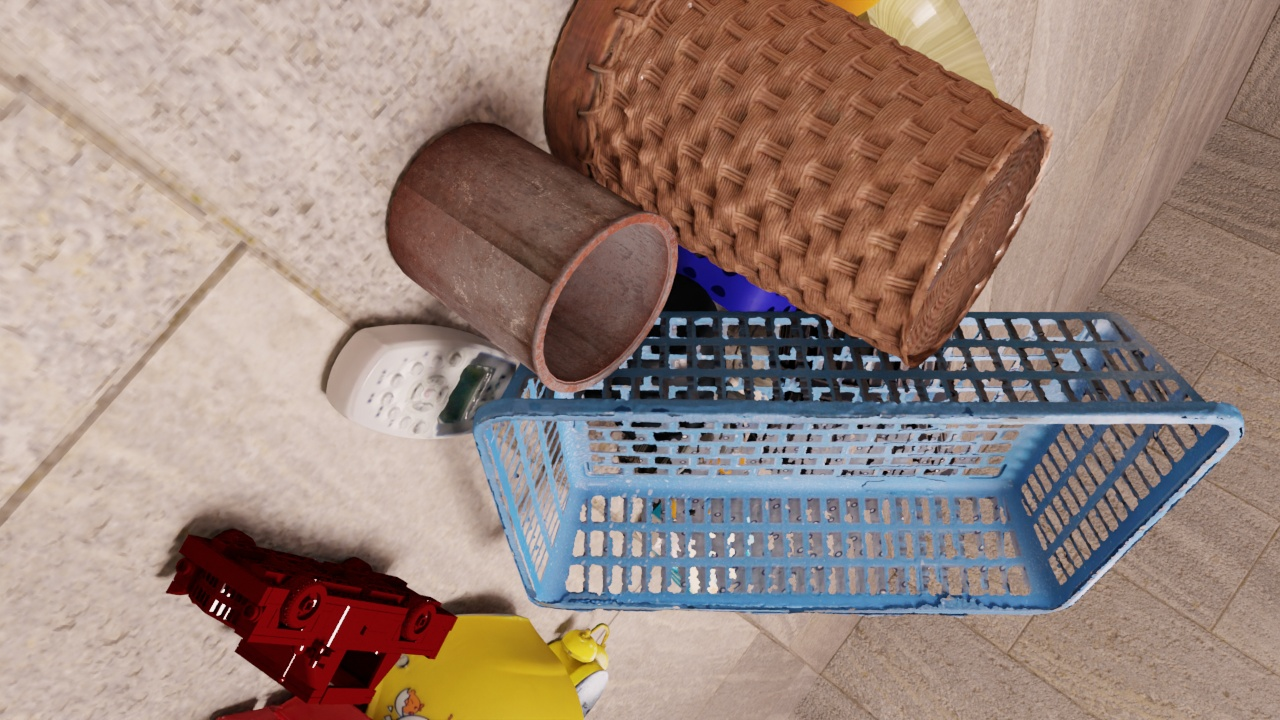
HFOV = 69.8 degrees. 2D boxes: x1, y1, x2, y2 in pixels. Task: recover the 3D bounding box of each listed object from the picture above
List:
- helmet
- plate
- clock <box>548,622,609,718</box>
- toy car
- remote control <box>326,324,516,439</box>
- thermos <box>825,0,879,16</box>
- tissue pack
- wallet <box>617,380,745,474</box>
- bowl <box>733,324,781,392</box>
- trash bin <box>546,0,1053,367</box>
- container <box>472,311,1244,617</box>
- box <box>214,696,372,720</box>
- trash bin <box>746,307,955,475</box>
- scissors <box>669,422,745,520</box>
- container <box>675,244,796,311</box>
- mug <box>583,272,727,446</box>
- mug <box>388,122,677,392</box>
[{"bbox_3d":[-0.133,0.309,0.665,0.240,0.140,0.209,-54,154,-2],"label":"helmet"},{"bbox_3d":[0.190,-0.201,0.634,0.036,0.184,0.183,-22,180,42],"label":"plate"},{"bbox_3d":[-0.066,0.296,0.852,0.118,0.057,0.083,-47,152,-14],"label":"clock"},{"bbox_3d":[-0.170,0.138,0.483,0.061,0.070,0.170,-64,155,-10],"label":"toy car"},{"bbox_3d":[-0.112,0.011,0.480,0.060,0.028,0.114,-59,154,8],"label":"remote control"},{"bbox_3d":[0.069,-0.264,0.423,0.076,0.091,0.232,-28,155,10],"label":"thermos"},{"bbox_3d":[0.066,0.168,0.916,0.117,0.066,0.209,-48,151,-13],"label":"tissue pack"},{"bbox_3d":[0.045,0.060,0.776,0.100,0.054,0.131,-57,158,8],"label":"wallet"},{"bbox_3d":[0.145,-0.012,0.839,0.115,0.062,0.115,-39,149,-29],"label":"bowl"},{"bbox_3d":[0.078,-0.107,0.453,0.151,0.210,0.151,-40,150,-29],"label":"trash bin"},{"bbox_3d":[0.102,0.064,0.544,0.258,0.362,0.089,88,3,-55],"label":"container"},{"bbox_3d":[-0.203,0.293,0.548,0.126,0.137,0.157,4,118,-53],"label":"box"},{"bbox_3d":[0.175,-0.033,0.705,0.163,0.164,0.227,-13,111,-54],"label":"trash bin"},{"bbox_3d":[0.072,0.116,0.791,0.113,0.016,0.229,-58,152,-12],"label":"scissors"},{"bbox_3d":[0.084,-0.095,0.618,0.084,0.085,0.114,-8,128,-55],"label":"container"},{"bbox_3d":[-0.004,0.004,0.606,0.121,0.085,0.095,-19,145,-5],"label":"mug"},{"bbox_3d":[-0.041,-0.054,0.437,0.122,0.110,0.096,-18,141,-51],"label":"mug"}]
